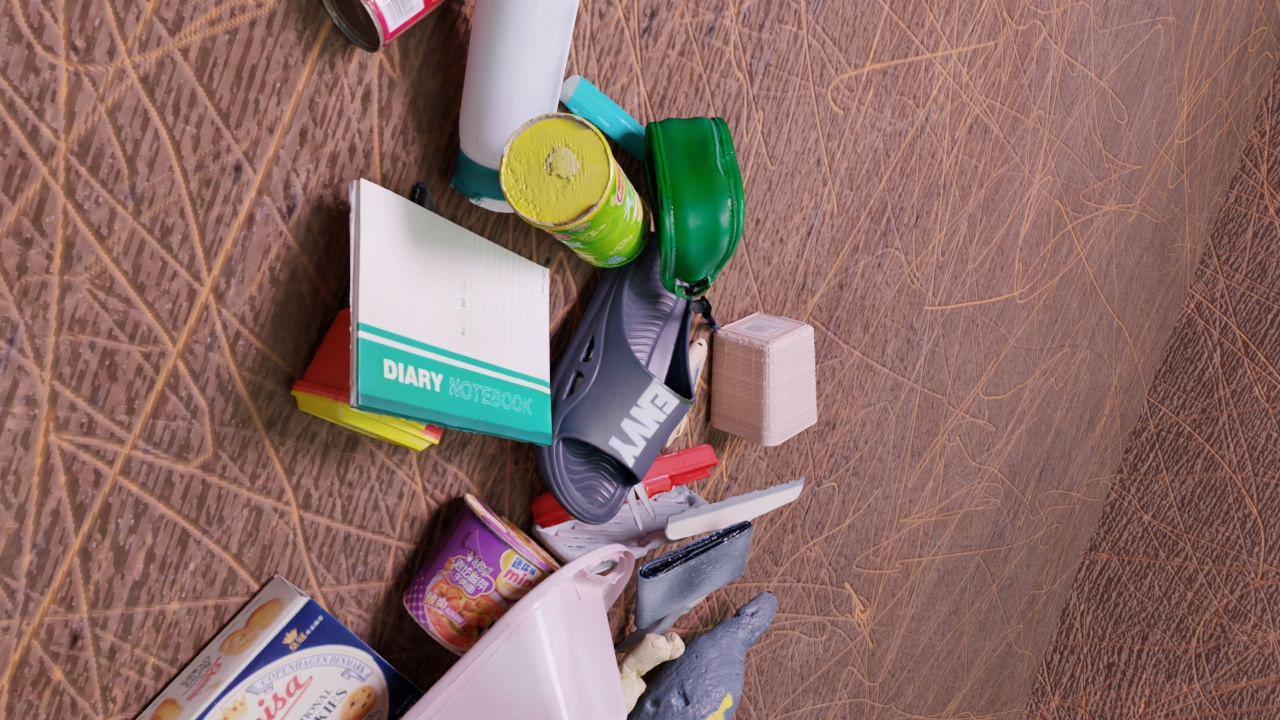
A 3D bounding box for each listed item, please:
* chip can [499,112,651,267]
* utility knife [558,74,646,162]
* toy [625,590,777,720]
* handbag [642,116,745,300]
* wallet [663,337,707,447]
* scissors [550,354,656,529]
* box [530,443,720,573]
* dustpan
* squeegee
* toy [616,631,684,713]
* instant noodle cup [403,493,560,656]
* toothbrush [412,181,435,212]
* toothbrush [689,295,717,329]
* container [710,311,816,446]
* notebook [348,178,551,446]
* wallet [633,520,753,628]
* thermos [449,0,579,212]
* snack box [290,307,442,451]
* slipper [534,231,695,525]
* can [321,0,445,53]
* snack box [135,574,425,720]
[{"bbox_3d":[-0.038,-0.113,0.660,0.221,0.072,0.072,3,107,-83],"label":"chip can"},{"bbox_3d":[-0.018,-0.194,0.768,0.161,0.013,0.029,25,91,-52],"label":"utility knife"},{"bbox_3d":[0.041,0.389,1.007,0.355,0.091,0.138,-47,173,-15],"label":"toy"},{"bbox_3d":[0.042,-0.131,0.766,0.068,0.131,0.120,-6,151,-4],"label":"handbag"},{"bbox_3d":[0.040,0.031,0.885,0.115,0.024,0.087,-51,152,-72],"label":"wallet"},{"bbox_3d":[-0.019,0.062,0.818,0.173,0.012,0.128,46,53,-17],"label":"scissors"},{"bbox_3d":[-0.005,0.147,0.871,0.200,0.095,0.091,-10,75,-45],"label":"box"},{"bbox_3d":[-0.118,0.260,0.758,0.273,0.138,0.222,-19,160,5],"label":"dustpan"},{"bbox_3d":[0.047,0.232,0.932,0.246,0.039,0.247,-3,135,-52],"label":"squeegee"},{"bbox_3d":[-0.015,0.338,0.945,0.157,0.066,0.105,-52,148,13],"label":"toy"},{"bbox_3d":[-0.130,0.181,0.746,0.099,0.111,0.111,-51,137,-9],"label":"instant noodle cup"},{"bbox_3d":[-0.157,-0.039,0.684,0.014,0.017,0.189,-22,124,-44],"label":"toothbrush"},{"bbox_3d":[0.061,-0.041,0.853,0.016,0.014,0.189,-24,173,5],"label":"toothbrush"},{"bbox_3d":[0.130,0.015,0.965,0.089,0.090,0.111,-23,119,-40],"label":"container"},{"bbox_3d":[-0.126,-0.024,0.652,0.209,0.012,0.150,21,61,-59],"label":"notebook"},{"bbox_3d":[0.048,0.197,0.847,0.120,0.019,0.097,-21,143,-19],"label":"wallet"},{"bbox_3d":[-0.079,-0.204,0.610,0.073,0.073,0.225,-23,144,-40],"label":"thermos"},{"bbox_3d":[-0.178,0.012,0.636,0.091,0.082,0.080,33,71,-50],"label":"snack box"},{"bbox_3d":[-0.005,0.004,0.769,0.110,0.083,0.267,32,65,-33],"label":"slipper"},{"bbox_3d":[-0.136,-0.254,0.581,0.132,0.053,0.053,-48,135,-22],"label":"can"},{"bbox_3d":[-0.272,0.279,0.678,0.177,0.046,0.182,-49,137,-22],"label":"snack box"}]
